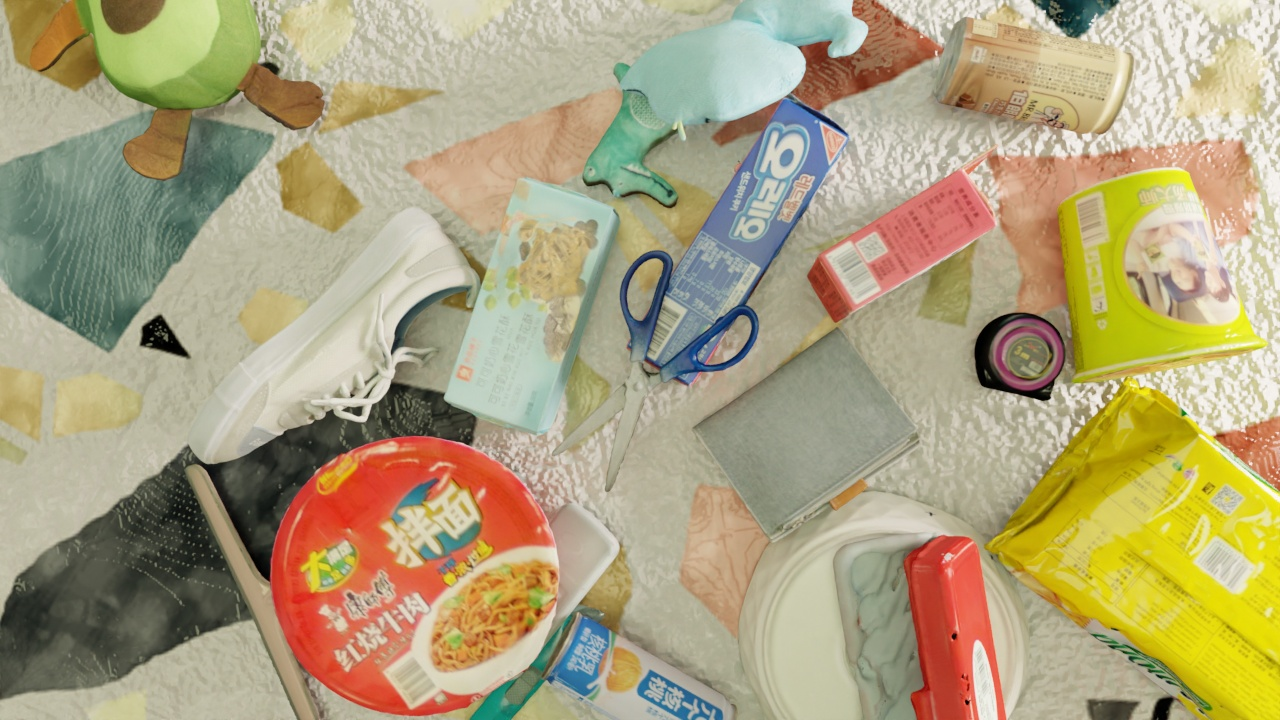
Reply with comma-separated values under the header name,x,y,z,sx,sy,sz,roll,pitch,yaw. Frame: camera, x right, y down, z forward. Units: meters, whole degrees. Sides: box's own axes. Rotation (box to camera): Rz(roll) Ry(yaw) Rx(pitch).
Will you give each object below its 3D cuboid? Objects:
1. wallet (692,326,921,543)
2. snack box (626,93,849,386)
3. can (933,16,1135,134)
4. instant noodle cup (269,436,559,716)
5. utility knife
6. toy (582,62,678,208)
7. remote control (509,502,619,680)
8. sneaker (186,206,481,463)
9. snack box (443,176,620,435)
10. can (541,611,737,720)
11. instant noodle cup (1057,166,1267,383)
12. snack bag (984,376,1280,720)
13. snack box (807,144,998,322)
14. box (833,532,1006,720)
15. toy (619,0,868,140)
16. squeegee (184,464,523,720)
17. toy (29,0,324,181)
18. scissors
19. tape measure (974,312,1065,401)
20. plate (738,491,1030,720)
name,x,y,z,sx,sy,sz,roll,pitch,yaw
wallet,0.119,0.055,0.656,0.130,0.037,0.106,-35,76,5
snack box,0.069,-0.081,0.649,0.057,0.058,0.207,32,94,6
can,0.265,-0.193,0.625,0.116,0.058,0.058,14,92,7
instant noodle cup,-0.153,0.145,0.644,0.194,0.066,0.194,0,93,-3
utility knife,-0.096,0.253,0.693,0.029,0.013,0.187,41,95,5
toy,-0.002,-0.158,0.672,0.096,0.030,0.092,36,98,8
remote control,-0.074,0.171,0.682,0.056,0.020,0.136,39,94,22
sneaker,-0.217,0.002,0.675,0.242,0.089,0.091,-44,90,-1
snack box,-0.078,-0.039,0.670,0.074,0.051,0.175,19,92,5
can,0.000,0.236,0.656,0.134,0.053,0.053,30,93,0
instant noodle cup,0.329,-0.056,0.600,0.112,0.111,0.123,-10,81,7
snack bag,0.370,0.139,0.602,0.246,0.068,0.158,38,95,1
snack box,0.178,-0.078,0.608,0.127,0.113,0.044,-31,85,6
box,0.179,0.215,0.593,0.099,0.095,0.201,-10,90,36
toy,0.069,-0.207,0.629,0.162,0.050,0.155,7,53,23
squeegee,-0.202,0.143,0.693,0.250,0.040,0.247,-27,87,5
toy,-0.355,-0.267,0.685,0.227,0.090,0.246,-26,90,0
scissors,0.010,0.007,0.624,0.163,0.012,0.162,-5,92,10
tape measure,0.262,-0.005,0.637,0.057,0.039,0.058,11,96,6
plate,0.172,0.199,0.645,0.205,0.045,0.205,0,90,7
